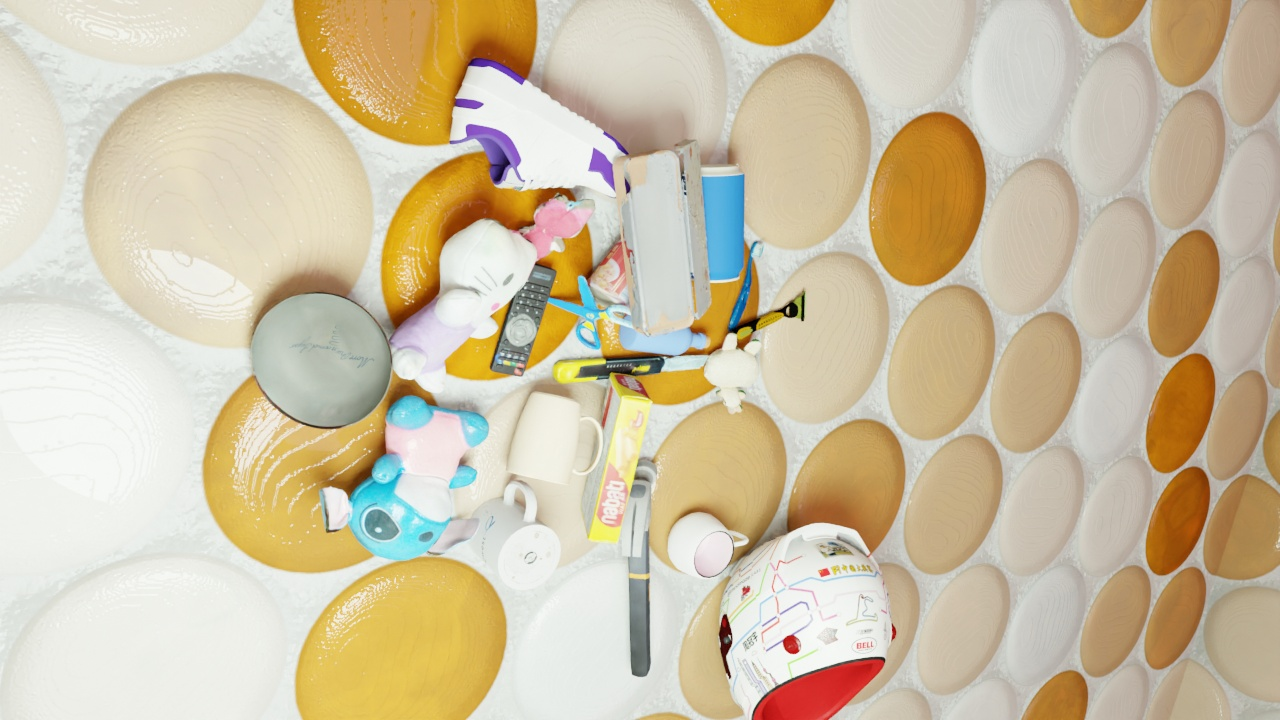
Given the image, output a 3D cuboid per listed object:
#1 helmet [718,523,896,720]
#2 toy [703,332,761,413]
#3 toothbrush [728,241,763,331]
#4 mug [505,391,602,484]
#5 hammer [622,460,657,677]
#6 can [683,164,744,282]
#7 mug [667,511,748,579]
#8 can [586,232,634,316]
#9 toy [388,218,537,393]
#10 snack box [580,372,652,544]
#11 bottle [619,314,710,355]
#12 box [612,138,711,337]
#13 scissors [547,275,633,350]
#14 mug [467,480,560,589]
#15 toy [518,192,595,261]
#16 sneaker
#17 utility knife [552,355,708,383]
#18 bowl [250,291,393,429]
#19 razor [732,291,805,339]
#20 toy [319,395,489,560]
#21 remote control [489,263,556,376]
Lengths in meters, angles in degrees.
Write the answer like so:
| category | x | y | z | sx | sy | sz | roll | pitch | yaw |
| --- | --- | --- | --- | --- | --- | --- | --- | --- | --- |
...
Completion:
| category | x | y | z | sx | sy | sz | roll | pitch | yaw |
| --- | --- | --- | --- | --- | --- | --- | --- | --- | --- |
| helmet | 0.230 | 0.383 | 1.351 | 0.230 | 0.235 | 0.315 | 2 | 135 | -25 |
| toy | 0.130 | 0.015 | 1.293 | 0.087 | 0.050 | 0.112 | 3 | 107 | -28 |
| toothbrush | 0.148 | -0.103 | 1.293 | 0.021 | 0.016 | 0.132 | 10 | 98 | -54 |
| mug | -0.102 | 0.098 | 1.139 | 0.111 | 0.085 | 0.104 | 13 | 84 | -12 |
| hammer | -0.001 | 0.305 | 1.269 | 0.035 | 0.139 | 0.313 | 3 | 117 | 7 |
| can | 0.096 | -0.180 | 1.200 | 0.078 | 0.079 | 0.146 | -11 | 109 | -31 |
| mug | 0.097 | 0.262 | 1.324 | 0.123 | 0.076 | 0.090 | -5 | 105 | -32 |
| can | -0.010 | -0.120 | 1.154 | 0.066 | 0.067 | 0.124 | 43 | 79 | -34 |
| toy | -0.201 | -0.066 | 1.030 | 0.209 | 0.085 | 0.137 | -54 | 166 | -5 |
| snack box | -0.034 | 0.125 | 1.174 | 0.042 | 0.092 | 0.201 | 9 | 106 | -14 |
| bottle | 0.038 | -0.032 | 1.221 | 0.131 | 0.048 | 0.048 | 7 | 99 | -34 |
| box | 0.038 | -0.148 | 1.100 | 0.156 | 0.071 | 0.217 | -32 | 122 | -51 |
| scissors | -0.056 | -0.056 | 1.132 | 0.125 | 0.131 | 0.014 | 74 | 24 | -45 |
| mug | -0.154 | 0.207 | 1.132 | 0.083 | 0.096 | 0.119 | 5 | 100 | -34 |
| toy | -0.107 | -0.165 | 1.093 | 0.065 | 0.050 | 0.103 | 16 | 130 | -43 |
| sneaker | -0.111 | -0.232 | 1.048 | 0.244 | 0.092 | 0.111 | 29 | 88 | -32 |
| utility knife | -0.007 | 0.007 | 1.215 | 0.233 | 0.020 | 0.029 | -5 | 108 | -30 |
| bowl | -0.328 | -0.006 | 0.970 | 0.151 | 0.056 | 0.151 | 1 | 110 | 1 |
| razor | 0.188 | -0.059 | 1.326 | 0.143 | 0.021 | 0.044 | -23 | 124 | -32 |
| toy | -0.265 | 0.134 | 1.039 | 0.224 | 0.099 | 0.191 | 25 | 83 | -49 |
| remote control | -0.144 | -0.050 | 1.116 | 0.045 | 0.021 | 0.140 | 13 | 101 | -34 |
